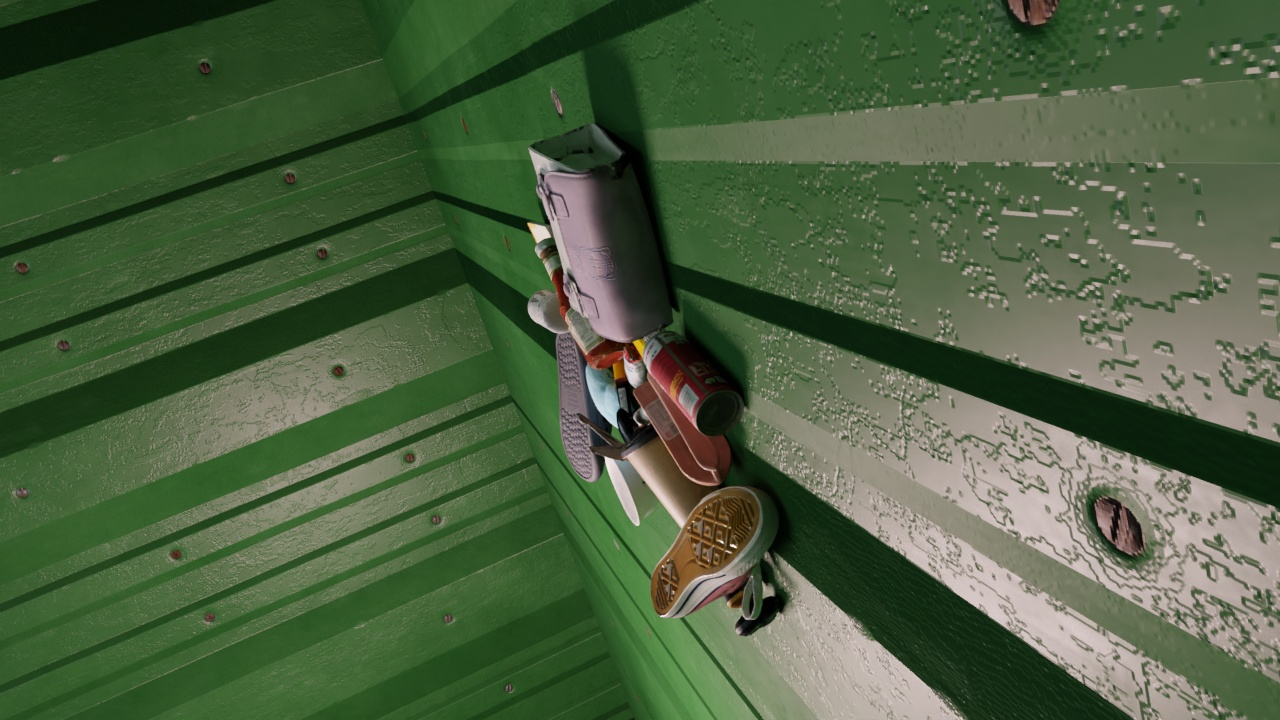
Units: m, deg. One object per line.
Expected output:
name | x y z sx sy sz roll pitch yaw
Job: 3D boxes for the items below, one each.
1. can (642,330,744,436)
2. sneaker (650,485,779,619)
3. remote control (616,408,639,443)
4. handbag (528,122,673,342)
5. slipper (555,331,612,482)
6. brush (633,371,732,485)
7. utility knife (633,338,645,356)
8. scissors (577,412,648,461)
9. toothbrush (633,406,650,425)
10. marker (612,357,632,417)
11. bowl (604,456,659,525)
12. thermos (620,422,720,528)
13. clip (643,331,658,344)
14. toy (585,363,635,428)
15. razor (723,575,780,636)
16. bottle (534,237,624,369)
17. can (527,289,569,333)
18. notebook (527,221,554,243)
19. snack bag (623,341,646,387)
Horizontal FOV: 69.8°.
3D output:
can | 0.050 0.020 0.929 0.132 0.053 0.053 50 158 52
sneaker | 0.094 0.211 0.993 0.242 0.087 0.118 -57 37 45
remote control | 0.007 0.123 1.234 0.136 0.024 0.053 50 -162 -5
handbag | -0.042 -0.132 0.973 0.145 0.098 0.197 39 150 53
slipper | -0.076 0.068 1.480 0.111 0.083 0.268 22 121 57
brush | 0.050 0.073 0.996 0.145 0.063 0.073 59 175 29
utility knife | -0.003 -0.034 1.138 0.033 0.015 0.177 92 155 -48
scissors | 0.000 0.120 1.157 0.189 0.015 0.224 51 -161 -3
toothbrush | 0.020 0.057 1.170 0.026 0.026 0.221 53 166 4
marker | -0.024 0.043 1.274 0.015 0.018 0.123 27 -128 -66
bowl | 0.000 0.179 1.367 0.118 0.064 0.118 158 90 -78
thermos | 0.043 0.130 1.082 0.143 0.093 0.093 57 166 6
clip | 0.012 -0.027 1.068 0.044 0.027 0.058 -148 38 -81
toy | -0.037 0.063 1.357 0.161 0.049 0.156 61 170 10
razor | 0.112 0.253 1.092 0.067 0.062 0.167 38 -167 -36
bottle | -0.089 -0.084 1.282 0.206 0.059 0.060 60 165 20
can | -0.137 -0.078 1.430 0.147 0.058 0.058 -152 42 -72
notebook | -0.115 -0.118 1.418 0.206 0.010 0.146 66 168 -18
snack bag | -0.007 0.007 1.197 0.045 0.026 0.105 56 165 30
